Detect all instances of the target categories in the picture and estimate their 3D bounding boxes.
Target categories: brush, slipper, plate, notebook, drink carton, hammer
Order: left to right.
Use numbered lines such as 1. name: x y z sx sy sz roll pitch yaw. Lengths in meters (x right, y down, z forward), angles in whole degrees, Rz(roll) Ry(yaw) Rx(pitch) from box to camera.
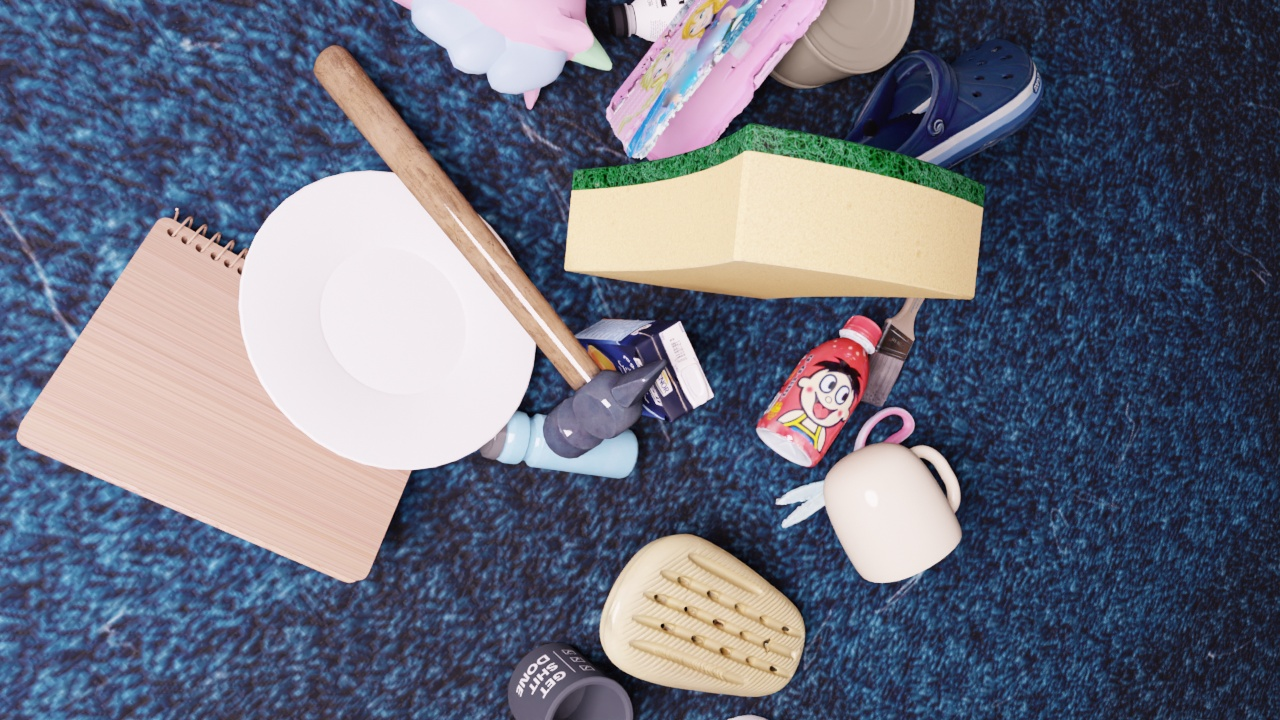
1. notebook: -0.239 0.022 0.584 0.210 0.022 0.168 32 57 -25
2. plate: -0.166 -0.028 0.628 0.208 0.015 0.208 11 71 -35
3. hammer: -0.110 -0.079 0.618 0.322 0.130 0.040 51 51 -2
4. drink carton: -0.004 0.004 0.672 0.040 0.130 0.064 -32 106 -21
5. slipper: 0.046 0.206 0.745 0.261 0.079 0.111 34 75 -44
6. brush: 0.084 -0.091 0.643 0.194 0.251 0.075 5 91 -31
7. brush: 0.241 -0.024 0.861 0.039 0.012 0.151 32 78 -25
8. slipper: 0.251 -0.219 0.799 0.252 0.105 0.095 -37 116 -17

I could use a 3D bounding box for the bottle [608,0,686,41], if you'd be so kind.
1. bottle: 0.033 -0.271 0.715 0.116 0.041 0.041 -11 99 -8

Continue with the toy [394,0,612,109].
1. toy: -0.128 -0.263 0.610 0.221 0.120 0.171 -6 86 -27

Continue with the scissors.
1. scissors: 0.198 0.123 0.848 0.178 0.016 0.105 -33 107 -22

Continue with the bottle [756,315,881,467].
1. bottle: 0.162 0.022 0.796 0.062 0.062 0.137 42 76 -23

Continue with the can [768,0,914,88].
1. can: 0.154 -0.296 0.764 0.127 0.073 0.128 -2 94 -27

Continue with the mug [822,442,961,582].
1. mug: 0.221 0.118 0.798 0.120 0.096 0.100 -30 95 -14

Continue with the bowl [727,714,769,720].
1. bowl: 0.100 0.372 0.787 0.113 0.063 0.113 -2 94 -26

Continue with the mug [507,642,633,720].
1. mug: -0.067 0.270 0.687 0.105 0.077 0.071 -38 109 -20

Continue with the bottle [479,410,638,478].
1. bottle: -0.066 0.062 0.695 0.130 0.040 0.040 11 88 -27

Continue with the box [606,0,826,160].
1. box: 0.079 -0.228 0.657 0.086 0.105 0.231 29 111 -32
